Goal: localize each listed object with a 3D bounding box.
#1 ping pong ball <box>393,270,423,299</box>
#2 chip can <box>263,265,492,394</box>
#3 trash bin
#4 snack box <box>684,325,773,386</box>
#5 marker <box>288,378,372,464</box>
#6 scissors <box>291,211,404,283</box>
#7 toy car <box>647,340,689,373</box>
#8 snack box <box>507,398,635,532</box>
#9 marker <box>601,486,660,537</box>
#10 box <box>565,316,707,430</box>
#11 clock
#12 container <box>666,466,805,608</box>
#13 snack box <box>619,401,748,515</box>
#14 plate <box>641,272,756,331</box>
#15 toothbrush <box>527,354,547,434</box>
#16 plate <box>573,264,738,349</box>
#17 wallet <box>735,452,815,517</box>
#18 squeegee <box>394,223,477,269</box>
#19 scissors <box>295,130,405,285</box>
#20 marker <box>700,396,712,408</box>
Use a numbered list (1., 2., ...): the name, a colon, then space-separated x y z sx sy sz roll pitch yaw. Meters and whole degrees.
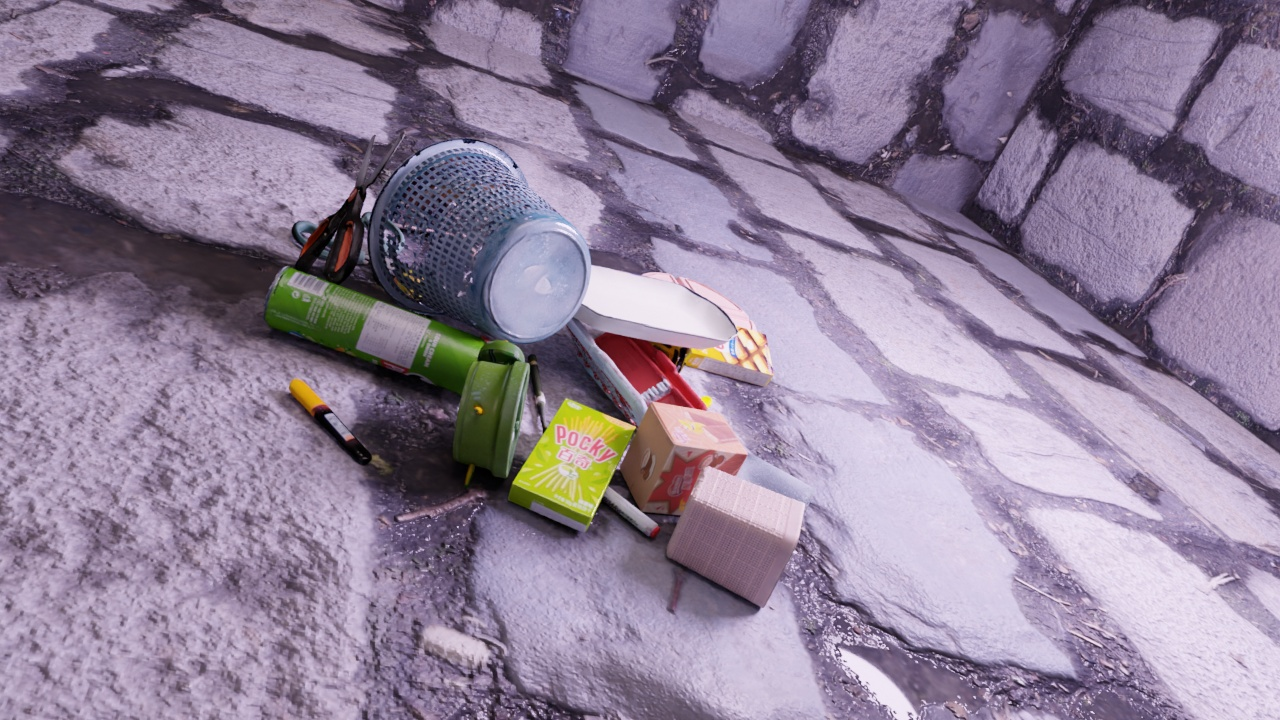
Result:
1. ping pong ball: -0.291 -0.093 1.154 0.040 0.040 0.040 20 25 -10
2. chip can: -0.282 -0.030 0.998 0.236 0.072 0.072 21 25 -8
3. trash bin: -0.171 -0.122 1.063 0.226 0.227 0.195 -1 25 -43
4. snack box: 0.127 -0.017 1.366 0.140 0.034 0.086 14 44 -17
5. marker: -0.298 0.059 0.880 0.124 0.015 0.018 39 30 23
6. scissors: -0.367 -0.159 1.230 0.170 0.019 0.180 24 31 -1
7. toy car: 0.010 -0.025 1.257 0.041 0.071 0.156 6 29 -40
8. snack box: -0.068 0.104 0.947 0.086 0.026 0.156 23 35 4
9. marker: -0.039 0.136 0.956 0.145 0.017 0.017 35 27 22
10. box: -0.010 0.008 1.135 0.102 0.101 0.201 -29 47 -14
11. clock: -0.147 0.046 0.923 0.056 0.116 0.161 12 29 -4
12. container: 0.094 0.172 0.923 0.111 0.090 0.089 24 25 6
13. snack box: 0.045 0.109 0.994 0.094 0.093 0.077 11 28 -28
14. plate: 0.089 -0.082 1.492 0.229 0.028 0.229 20 25 -10
15. toothbrush: -0.115 0.044 1.076 0.017 0.012 0.185 20 24 -24
16. plate: 0.002 -0.066 1.200 0.265 0.034 0.162 9 27 -29
17. wallet: 0.151 0.158 1.086 0.097 0.019 0.120 28 26 12
18. squeegee: -0.235 -0.136 1.294 0.247 0.040 0.249 6 31 -35
19. scissors: -0.341 -0.172 1.066 0.021 0.234 0.220 28 34 -35
20. marker: 0.059 0.069 1.183 0.018 0.015 0.123 33 29 20
